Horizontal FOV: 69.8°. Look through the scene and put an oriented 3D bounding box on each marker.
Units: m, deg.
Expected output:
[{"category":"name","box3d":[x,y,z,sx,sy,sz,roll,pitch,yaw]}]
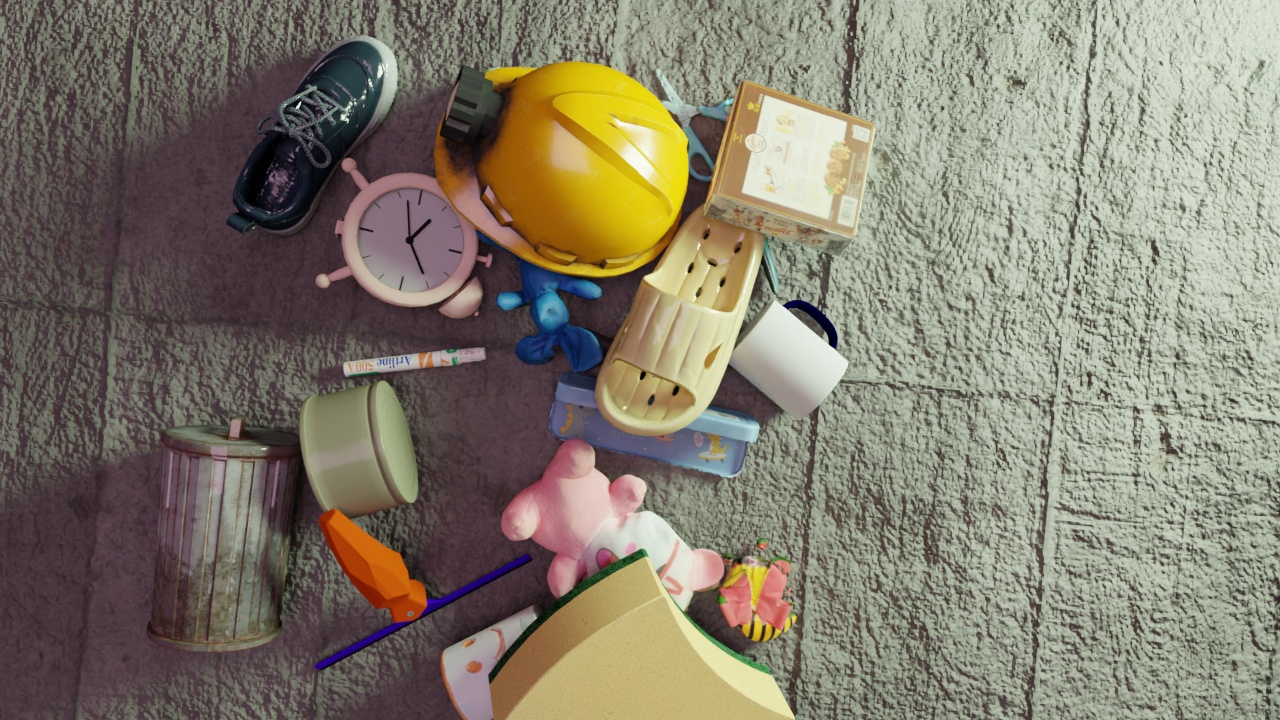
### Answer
[{"category":"marker","box3d":[-0.233,0.001,0.951,0.145,0.017,0.017,-7,91,0]}]

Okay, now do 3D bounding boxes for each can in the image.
[{"category":"can","box3d":[-0.272,0.088,0.897,0.073,0.128,0.128,-14,91,-2]}]

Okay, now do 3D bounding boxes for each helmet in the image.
[{"category":"helmet","box3d":[-0.052,-0.197,0.852,0.255,0.132,0.205,18,72,-19]}]

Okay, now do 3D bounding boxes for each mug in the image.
[{"category":"mug","box3d":[-0.136,0.306,0.923,0.105,0.082,0.082,-27,91,-1]},{"category":"mug","box3d":[0.155,-0.012,0.931,0.097,0.079,0.111,40,62,-1]}]

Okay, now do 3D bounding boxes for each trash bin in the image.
[{"category":"trash bin","box3d":[-0.404,0.159,0.896,0.131,0.131,0.211,7,92,-1]}]

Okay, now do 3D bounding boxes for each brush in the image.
[{"category":"brush","box3d":[0.003,0.323,0.877,0.195,0.075,0.250,-40,116,4]}]

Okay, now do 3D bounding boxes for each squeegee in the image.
[{"category":"squeegee","box3d":[-0.253,0.209,0.895,0.249,0.055,0.185,-28,127,0]}]

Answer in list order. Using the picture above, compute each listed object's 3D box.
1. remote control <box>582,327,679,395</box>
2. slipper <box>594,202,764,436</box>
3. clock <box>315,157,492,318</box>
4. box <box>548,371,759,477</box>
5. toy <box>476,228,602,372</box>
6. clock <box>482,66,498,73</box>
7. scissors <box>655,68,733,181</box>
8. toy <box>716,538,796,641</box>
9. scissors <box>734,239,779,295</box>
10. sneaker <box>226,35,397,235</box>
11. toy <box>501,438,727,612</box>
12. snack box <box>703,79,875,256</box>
[{"category":"remote control","box3d":[-0.006,0.005,0.930,0.147,0.015,0.033,23,133,14]},{"category":"slipper","box3d":[0.048,-0.049,0.878,0.111,0.079,0.261,25,74,4]},{"category":"clock","box3d":[-0.230,-0.119,0.928,0.160,0.086,0.131,12,90,-10]},{"category":"box","box3d":[0.010,0.072,0.934,0.210,0.072,0.079,14,104,-2]},{"category":"toy","box3d":[-0.104,-0.062,0.915,0.113,0.070,0.176,-25,91,33]},{"category":"clock","box3d":[-0.136,-0.243,0.936,0.094,0.042,0.119,31,90,-2]},{"category":"scissors","box3d":[0.053,-0.239,0.951,0.138,0.015,0.119,13,82,3]},{"category":"toy","box3d":[0.121,0.243,0.945,0.084,0.046,0.103,-22,96,-14]},{"category":"scissors","box3d":[0.111,-0.131,0.952,0.149,0.019,0.131,32,88,1]},{"category":"sneaker","box3d":[-0.330,-0.227,0.912,0.089,0.087,0.235,31,91,-1]},{"category":"toy","box3d":[-0.028,0.186,0.922,0.213,0.084,0.142,41,91,1]},{"category":"snack box","box3d":[0.149,-0.191,0.910,0.147,0.041,0.143,17,67,-4]}]
